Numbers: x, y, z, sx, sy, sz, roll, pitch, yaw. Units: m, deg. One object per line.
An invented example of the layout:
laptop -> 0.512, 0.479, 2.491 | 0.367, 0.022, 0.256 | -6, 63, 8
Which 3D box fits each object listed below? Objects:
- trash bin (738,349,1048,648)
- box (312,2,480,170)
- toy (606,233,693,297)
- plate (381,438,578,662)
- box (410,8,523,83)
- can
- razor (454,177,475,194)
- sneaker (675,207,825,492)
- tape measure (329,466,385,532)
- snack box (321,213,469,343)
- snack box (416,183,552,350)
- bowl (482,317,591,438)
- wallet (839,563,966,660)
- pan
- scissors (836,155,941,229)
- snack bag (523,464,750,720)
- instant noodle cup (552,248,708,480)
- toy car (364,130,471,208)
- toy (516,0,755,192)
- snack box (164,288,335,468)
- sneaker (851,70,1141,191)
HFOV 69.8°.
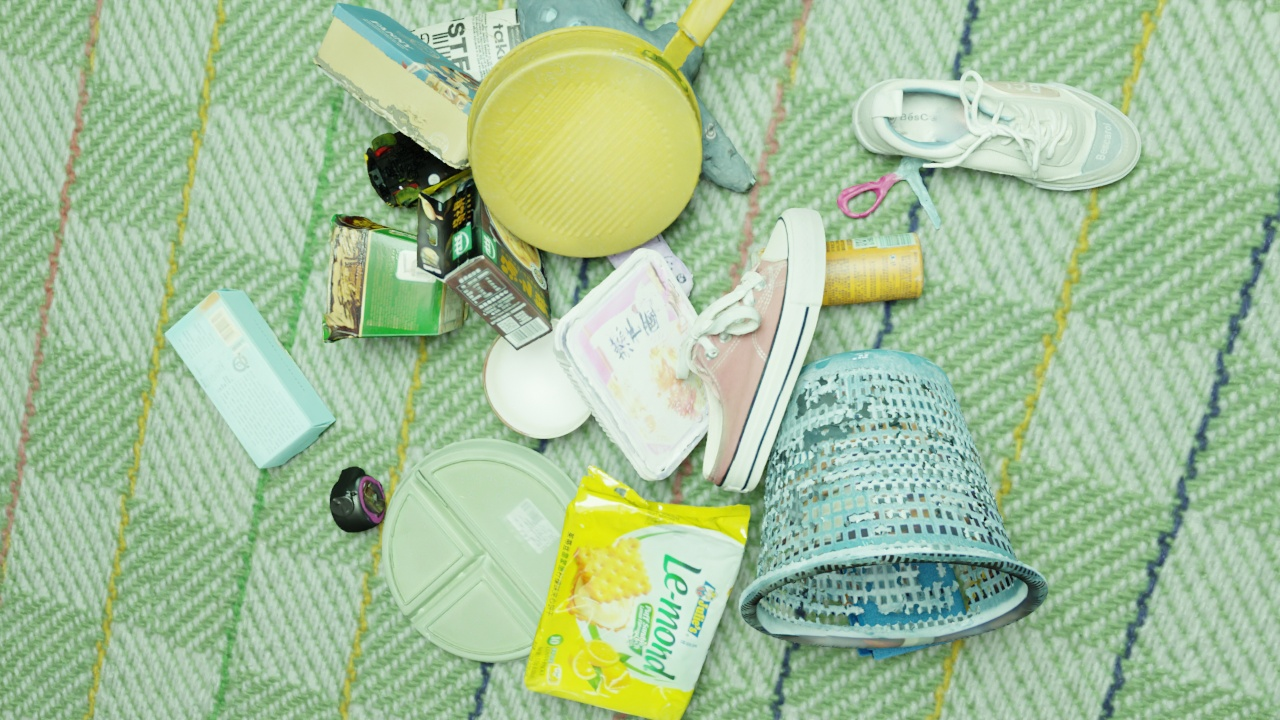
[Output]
trash bin -> 0.190, 0.108, 0.744 | 0.227, 0.227, 0.194 | -6, 57, 10
box -> -0.201, -0.244, 0.811 | 0.184, 0.089, 0.062 | 38, 111, 1
toy -> 0.008, -0.092, 0.854 | 0.084, 0.039, 0.108 | -30, 88, 8
plate -> -0.154, 0.193, 0.913 | 0.230, 0.027, 0.230 | 1, 95, 9
box -> -0.172, -0.286, 0.862 | 0.164, 0.060, 0.072 | -12, 113, 10
can -> 0.174, -0.078, 0.816 | 0.146, 0.058, 0.058 | -5, 94, 10
razor -> -0.090, -0.158, 0.865 | 0.167, 0.062, 0.067 | -8, 62, 5
sneaker -> 0.083, -0.015, 0.749 | 0.088, 0.118, 0.241 | 16, 91, -6
tape measure -> -0.280, 0.141, 0.915 | 0.039, 0.057, 0.058 | -14, 125, 11
snack box -> -0.223, -0.072, 0.861 | 0.105, 0.117, 0.118 | 7, 98, 5
snack box -> -0.135, -0.088, 0.803 | 0.053, 0.113, 0.125 | -28, 134, 14
bowl -> -0.086, 0.013, 0.868 | 0.113, 0.062, 0.113 | 1, 96, 10
wallet -> 0.232, 0.197, 0.837 | 0.106, 0.040, 0.133 | -17, 83, 9
pan -> 0.009, -0.231, 0.741 | 0.197, 0.078, 0.358 | 34, 120, -31
scissors -> 0.234, -0.175, 0.821 | 0.133, 0.017, 0.133 | -26, 93, 7
snack bag -> -0.009, 0.216, 0.835 | 0.158, 0.068, 0.247 | 15, 115, -3
instant noodle cup -> -0.005, 0.005, 0.814 | 0.137, 0.060, 0.173 | -46, 114, -29
toy car -> -0.190, -0.201, 0.879 | 0.156, 0.041, 0.071 | -27, 90, 7
toy -> -0.029, -0.280, 0.818 | 0.137, 0.092, 0.356 | -37, 89, -33
snack box -> -0.394, 0.017, 0.928 | 0.074, 0.051, 0.175 | -37, 87, 12
sneaker -> 0.303, -0.196, 0.761 | 0.242, 0.090, 0.089 | 8, 96, 1
